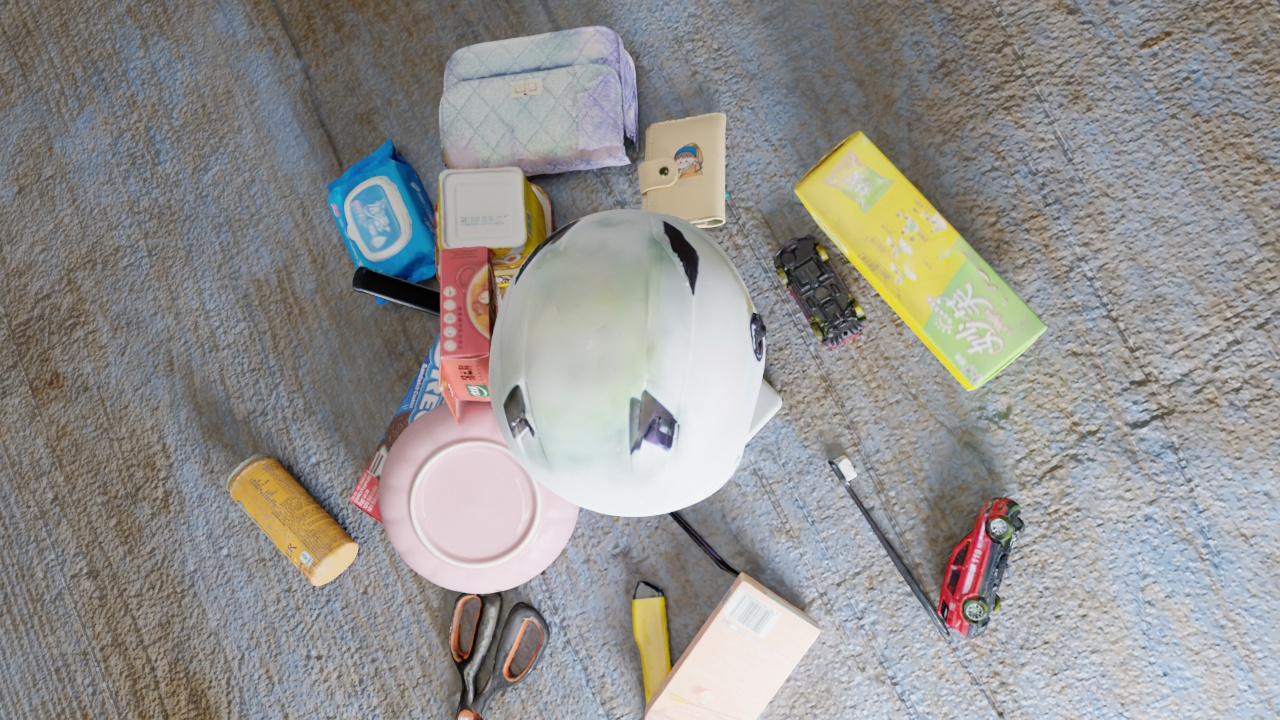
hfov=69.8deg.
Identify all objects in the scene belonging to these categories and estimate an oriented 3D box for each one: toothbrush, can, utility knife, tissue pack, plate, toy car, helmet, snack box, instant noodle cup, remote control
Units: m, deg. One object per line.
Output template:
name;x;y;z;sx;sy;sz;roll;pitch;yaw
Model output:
toothbrush;0.060;0.175;0.852;0.189;0.014;0.017;43;109;15
can;-0.359;0.163;0.946;0.146;0.058;0.058;40;96;15
utility knife;0.016;0.308;0.850;0.033;0.015;0.206;-7;83;14
tissue pack;-0.264;-0.144;0.949;0.095;0.052;0.157;-29;78;11
plate;-0.154;0.132;0.867;0.192;0.039;0.192;0;95;-3
toy car;0.284;0.171;0.768;0.045;0.052;0.120;21;95;34
toothbrush;0.220;0.163;0.806;0.018;0.015;0.181;-31;77;2
helmet;-0.023;-0.006;0.718;0.229;0.145;0.258;4;86;16
snack box;0.081;0.275;0.815;0.084;0.026;0.157;34;98;-2
toy car;0.162;-0.064;0.833;0.049;0.031;0.106;-32;79;10
snack box;-0.209;0.063;0.913;0.057;0.058;0.207;30;93;13
instant noodle cup;-0.142;-0.124;0.863;0.116;0.124;0.116;-3;82;-3
snack box;-0.149;-0.019;0.816;0.044;0.113;0.127;-3;70;-3
snack box;0.227;-0.074;0.751;0.070;0.157;0.210;-42;76;12
toothbrush;-0.180;-0.050;0.908;0.212;0.027;0.026;17;81;1
remote control;0.069;0.068;0.854;0.056;0.020;0.136;44;97;14

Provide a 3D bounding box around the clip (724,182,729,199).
clip;0.058;-0.157;0.881;0.056;0.014;0.040;-11;82;17

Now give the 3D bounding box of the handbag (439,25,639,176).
handbag;-0.102;-0.248;0.901;0.194;0.075;0.134;-4;84;16

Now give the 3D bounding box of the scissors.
scissors;-0.151;0.339;0.891;0.163;0.021;0.233;-7;83;14

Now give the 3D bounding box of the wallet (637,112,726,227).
wallet;0.038;-0.179;0.872;0.087;0.024;0.115;-5;72;20
